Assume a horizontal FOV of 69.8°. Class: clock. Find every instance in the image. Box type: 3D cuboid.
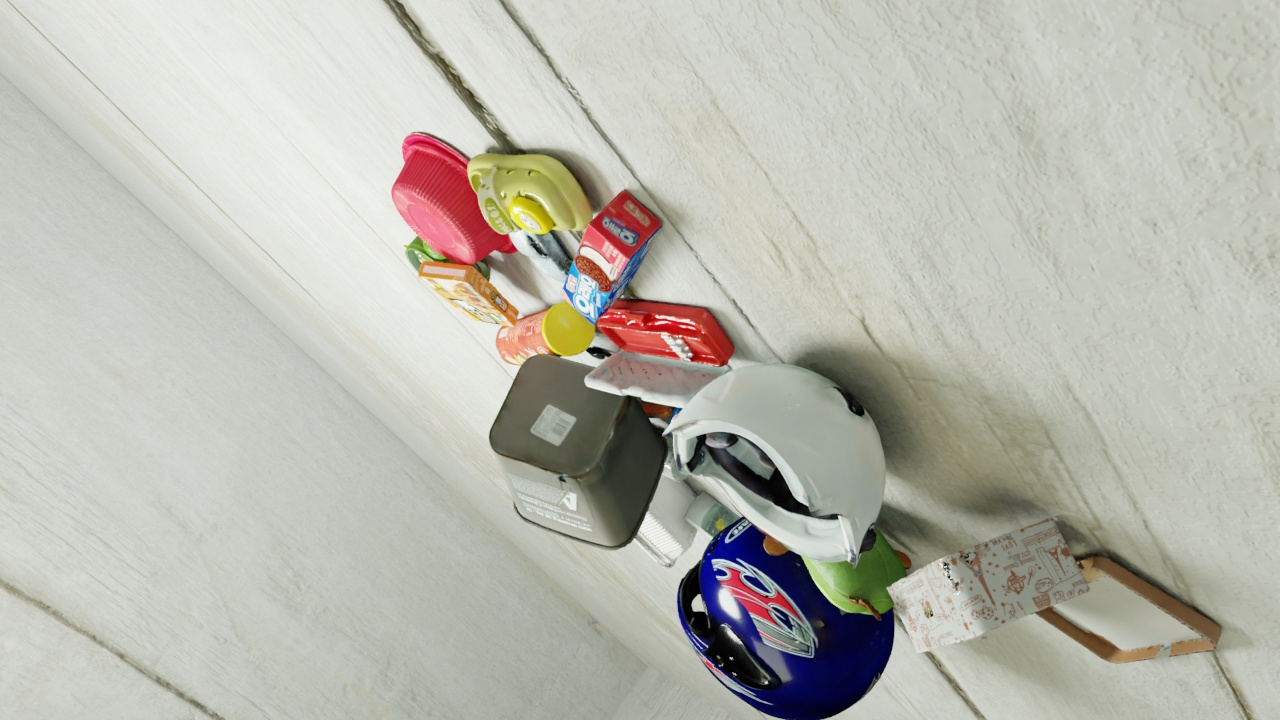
[{"bbox_3d":[-0.268,-0.141,1.287,0.116,0.056,0.161,47,157,-24],"label":"clock"}]

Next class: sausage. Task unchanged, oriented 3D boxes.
[{"bbox_3d":[0.006,0.073,1.327,0.021,0.021,0.165,45,158,-17],"label":"sausage"}]

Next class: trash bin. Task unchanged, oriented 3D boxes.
[{"bbox_3d":[-0.087,0.119,1.234,0.199,0.198,0.220,15,156,17],"label":"trash bin"}]

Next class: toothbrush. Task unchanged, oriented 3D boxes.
[{"bbox_3d":[-0.007,0.007,1.224,0.190,0.014,0.016,17,152,42],"label":"toothbrush"}]

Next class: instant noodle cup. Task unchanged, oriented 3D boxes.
[{"bbox_3d":[-0.239,-0.185,1.137,0.194,0.065,0.194,34,160,14],"label":"instant noodle cup"},{"bbox_3d":[0.035,0.238,1.489,0.060,0.137,0.173,-21,122,42],"label":"instant noodle cup"}]

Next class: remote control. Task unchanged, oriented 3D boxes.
[{"bbox_3d":[0.136,0.270,1.472,0.135,0.056,0.019,38,159,3],"label":"remote control"}]

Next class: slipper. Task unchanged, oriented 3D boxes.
[{"bbox_3d":[-0.131,-0.167,0.977,0.191,0.081,0.091,21,156,44],"label":"slipper"}]

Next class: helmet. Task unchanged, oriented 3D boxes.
[{"bbox_3d":[0.188,0.322,1.244,0.316,0.246,0.241,29,136,37],"label":"helmet"},{"bbox_3d":[0.157,0.093,0.948,0.229,0.145,0.259,24,162,37],"label":"helmet"}]

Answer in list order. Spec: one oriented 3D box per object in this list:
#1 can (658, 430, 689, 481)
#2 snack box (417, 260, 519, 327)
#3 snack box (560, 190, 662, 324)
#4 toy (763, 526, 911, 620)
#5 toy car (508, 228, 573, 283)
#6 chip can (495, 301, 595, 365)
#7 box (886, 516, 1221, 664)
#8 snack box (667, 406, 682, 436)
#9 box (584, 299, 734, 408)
[{"bbox_3d":[0.013,0.131,1.383,0.147,0.058,0.058,20,153,39],"label":"can"},{"bbox_3d":[-0.225,-0.088,1.218,0.075,0.026,0.154,9,164,20],"label":"snack box"},{"bbox_3d":[-0.035,-0.103,0.982,0.058,0.057,0.208,41,160,1],"label":"snack box"},{"bbox_3d":[0.244,0.232,1.092,0.226,0.090,0.246,16,-156,-30],"label":"toy"},{"bbox_3d":[-0.120,-0.135,1.088,0.054,0.036,0.120,16,153,45],"label":"toy car"},{"bbox_3d":[-0.138,-0.033,1.272,0.073,0.073,0.217,45,158,-17],"label":"chip can"},{"bbox_3d":[0.401,0.239,0.924,0.272,0.130,0.179,8,157,-2],"label":"box"},{"bbox_3d":[0.083,0.086,1.220,0.084,0.026,0.157,35,159,8],"label":"snack box"},{"bbox_3d":[0.008,-0.003,1.056,0.202,0.101,0.095,10,146,51],"label":"box"}]
